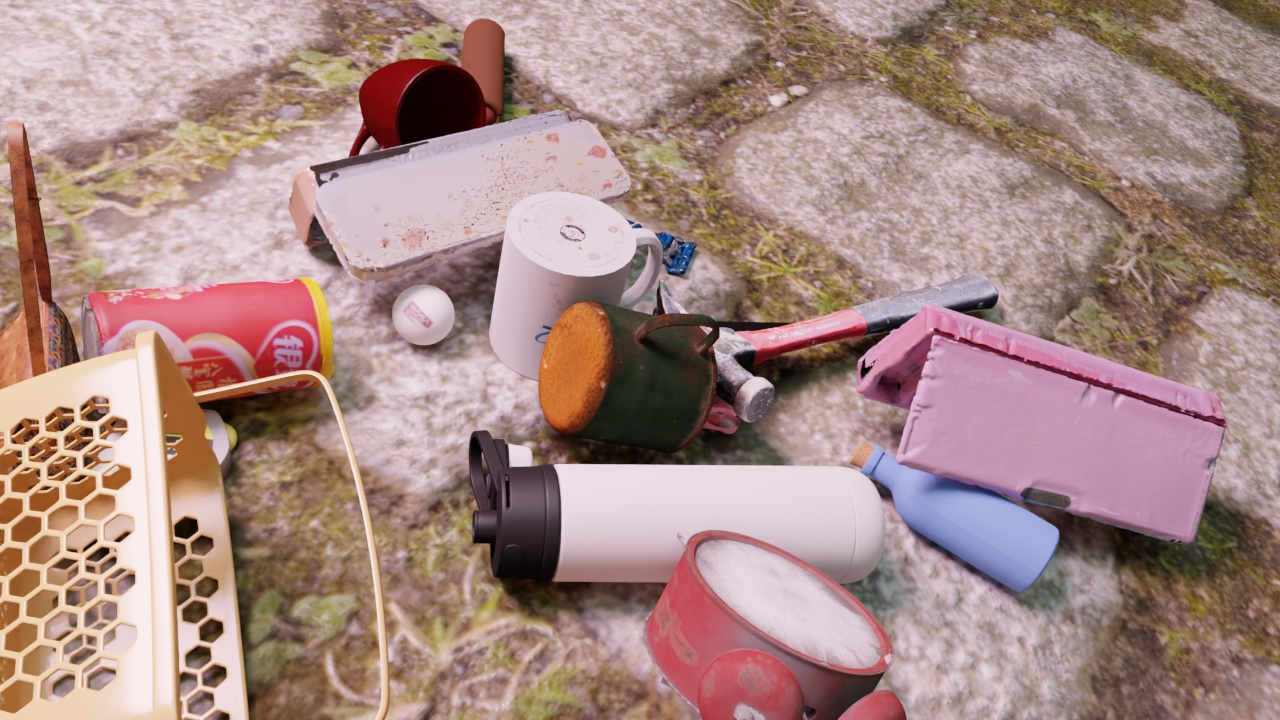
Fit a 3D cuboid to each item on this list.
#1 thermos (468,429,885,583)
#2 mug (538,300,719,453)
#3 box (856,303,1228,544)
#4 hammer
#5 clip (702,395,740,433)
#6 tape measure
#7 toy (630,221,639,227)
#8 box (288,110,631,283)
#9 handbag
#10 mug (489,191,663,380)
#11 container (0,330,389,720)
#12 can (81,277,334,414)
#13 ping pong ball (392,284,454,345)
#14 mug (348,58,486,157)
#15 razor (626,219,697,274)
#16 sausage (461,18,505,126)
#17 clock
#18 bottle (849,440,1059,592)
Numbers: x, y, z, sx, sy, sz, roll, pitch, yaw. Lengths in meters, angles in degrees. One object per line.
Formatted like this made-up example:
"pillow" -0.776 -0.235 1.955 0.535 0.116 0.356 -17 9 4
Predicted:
"thermos" 0.018 0.083 0.534 0.229 0.069 0.101 3 33 -14
"mug" -0.003 0.003 0.553 0.081 0.111 0.084 12 52 -32
"box" 0.263 0.053 0.599 0.232 0.100 0.106 16 61 -15
"hammer" 0.155 -0.033 0.697 0.325 0.036 0.140 -13 37 -33
"clip" 0.042 0.037 0.618 0.060 0.044 0.023 -12 39 9
"tape measure" -0.259 0.054 0.503 0.064 0.017 0.064 6 46 -12
"toy" -0.050 -0.091 0.686 0.112 0.050 0.087 24 42 31
"box" -0.126 -0.112 0.656 0.216 0.115 0.095 -22 90 -29
"handbag" -0.297 -0.024 0.440 0.043 0.196 0.093 -3 46 -29
"mug" -0.038 -0.052 0.620 0.119 0.097 0.083 -14 53 -29
"container" -0.200 0.095 0.396 0.167 0.129 0.183 -14 57 -14
"can" -0.244 -0.010 0.521 0.124 0.067 0.066 -9 50 -38
"ping pong ball" -0.143 -0.030 0.605 0.040 0.040 0.040 9 45 -9
"mug" -0.193 -0.192 0.732 0.088 0.087 0.113 28 70 35
"razor" -0.024 -0.108 0.736 0.141 0.018 0.043 21 45 2
"sausage" -0.143 -0.259 0.831 0.040 0.040 0.155 5 46 -13
"clock" 0.061 0.145 0.425 0.110 0.062 0.156 22 13 -16
"bottle" 0.196 0.093 0.589 0.131 0.048 0.047 32 46 13
